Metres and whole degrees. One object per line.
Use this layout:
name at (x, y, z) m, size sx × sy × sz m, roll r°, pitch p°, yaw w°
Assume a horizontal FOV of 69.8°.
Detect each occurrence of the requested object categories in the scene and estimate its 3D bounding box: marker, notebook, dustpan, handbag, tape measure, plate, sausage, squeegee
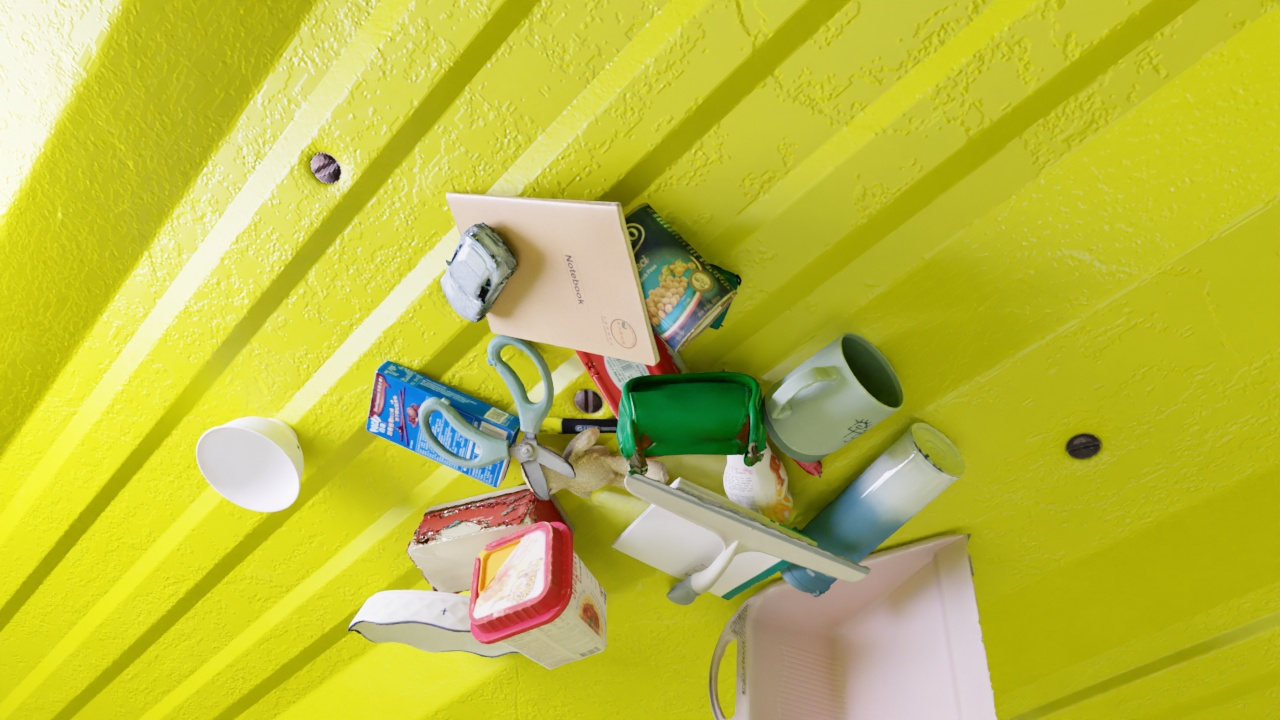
marker at (-0.068, 0.068, 0.941) m, size 0.124 × 0.015 × 0.018 m, roll -1°, pitch 126°, yaw 14°
notebook at (-0.080, -0.074, 0.801) m, size 0.208 × 0.008 × 0.148 m, roll 12°, pitch 129°, yaw 38°
notebook at (0.068, 0.191, 0.947) m, size 0.150 × 0.012 × 0.210 m, roll 26°, pitch 146°, yaw -7°
dustpan at (0.197, 0.298, 0.910) m, size 0.138 × 0.222 × 0.274 m, roll 24°, pitch 132°, yaw -18°
handbag at (0.044, 0.060, 0.808) m, size 0.131 × 0.120 × 0.068 m, roll -1°, pitch 111°, yaw 1°
tape measure at (0.058, -0.059, 0.826) m, size 0.054 × 0.025 × 0.058 m, roll 20°, pitch 124°, yaw -2°
plate at (-0.228, 0.306, 1.064) m, size 0.205 × 0.045 × 0.205 m, roll 5°, pitch 154°, yaw 2°
sausage at (0.128, 0.063, 0.893) m, size 0.020 × 0.020 × 0.156 m, roll -36°, pitch 109°, yaw 29°
squeegee at (0.065, 0.220, 0.943) m, size 0.246 × 0.039 × 0.247 m, roll 23°, pitch 147°, yaw -4°

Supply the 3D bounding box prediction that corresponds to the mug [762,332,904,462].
mug at (0.159, 0.035, 0.817) m, size 0.111 × 0.082 × 0.107 m, roll 10°, pitch 141°, yaw -45°

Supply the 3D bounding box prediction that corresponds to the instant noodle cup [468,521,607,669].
instant noodle cup at (-0.098, 0.246, 0.937) m, size 0.117 × 0.116 × 0.124 m, roll -24°, pitch 128°, yaw 17°

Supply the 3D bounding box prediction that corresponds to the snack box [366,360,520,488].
snack box at (-0.206, 0.067, 0.957) m, size 0.157 × 0.026 × 0.085 m, roll 23°, pitch 125°, yaw 4°

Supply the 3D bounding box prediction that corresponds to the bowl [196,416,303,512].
bowl at (-0.417, 0.102, 1.011) m, size 0.118 × 0.064 × 0.118 m, roll 5°, pitch 123°, yaw 8°

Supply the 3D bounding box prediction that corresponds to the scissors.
scissors at (-0.147, 0.069, 0.910) m, size 0.178 × 0.019 × 0.174 m, roll -17°, pitch 94°, yaw 8°

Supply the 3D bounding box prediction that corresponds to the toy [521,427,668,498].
toy at (-0.047, 0.118, 0.939) m, size 0.157 × 0.066 × 0.105 m, roll 8°, pitch 141°, yaw 4°

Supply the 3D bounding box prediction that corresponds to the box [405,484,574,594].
box at (-0.168, 0.203, 1.012) m, size 0.169 × 0.079 × 0.091 m, roll -16°, pitch 118°, yaw 21°

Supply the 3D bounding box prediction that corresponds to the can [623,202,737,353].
can at (0.019, -0.069, 0.778) m, size 0.111 × 0.075 × 0.075 m, roll 45°, pitch 122°, yaw 7°

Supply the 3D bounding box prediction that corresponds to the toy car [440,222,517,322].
toy car at (-0.151, -0.076, 0.833) m, size 0.054 × 0.036 × 0.121 m, roll 48°, pitch 144°, yaw 3°

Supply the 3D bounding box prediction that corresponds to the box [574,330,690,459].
box at (-0.004, 0.003, 0.875) m, size 0.087 × 0.048 × 0.201 m, roll -20°, pitch 116°, yaw 21°

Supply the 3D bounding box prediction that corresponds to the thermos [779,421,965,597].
thermos at (0.218, 0.152, 0.903) m, size 0.070 × 0.070 × 0.221 m, roll 33°, pitch 124°, yaw -9°

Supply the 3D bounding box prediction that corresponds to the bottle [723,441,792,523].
bottle at (0.112, 0.114, 0.902) m, size 0.063 × 0.063 × 0.108 m, roll -8°, pitch 121°, yaw 17°
